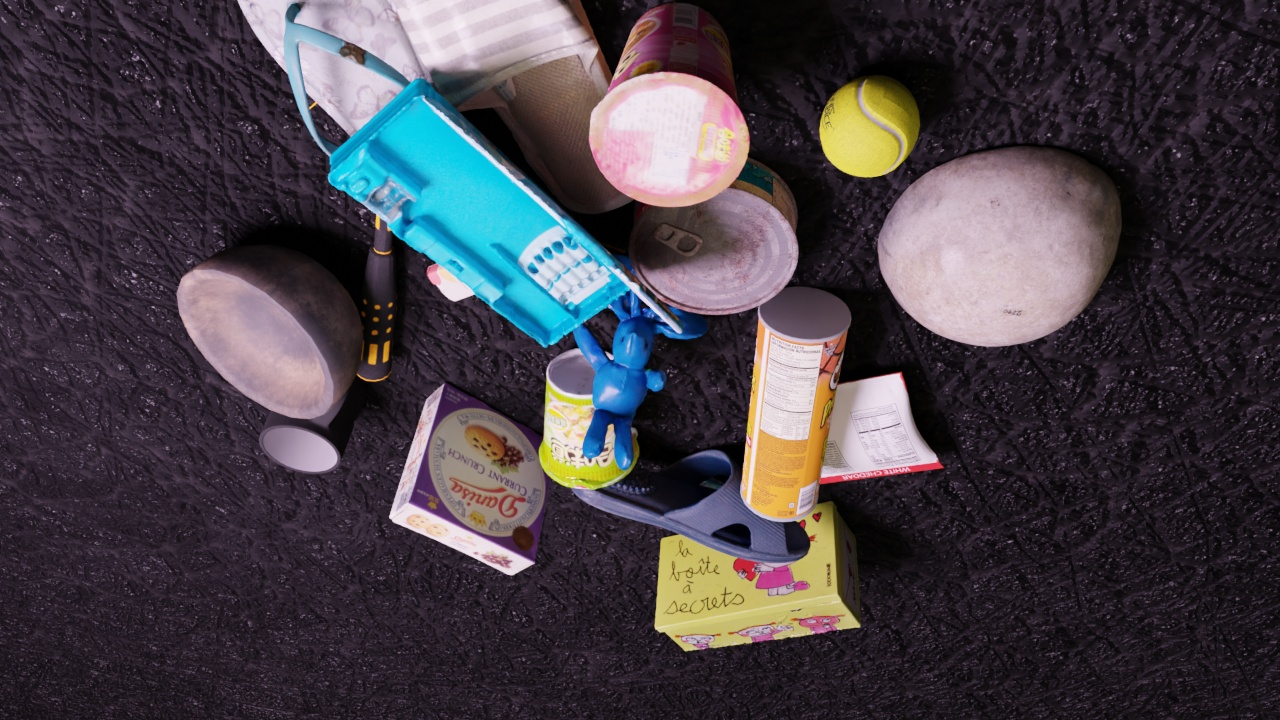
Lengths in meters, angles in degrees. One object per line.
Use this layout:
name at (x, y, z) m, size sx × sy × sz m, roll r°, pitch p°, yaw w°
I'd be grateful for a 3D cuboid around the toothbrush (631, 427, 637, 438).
toothbrush at (-0.018, 0.117, 0.990) m, size 0.022 × 0.017 × 0.135 m, roll 5°, pitch 139°, yaw -8°

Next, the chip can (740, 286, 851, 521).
chip can at (0.134, 0.044, 0.816) m, size 0.075 × 0.075 × 0.215 m, roll 4°, pitch 129°, yaw 4°

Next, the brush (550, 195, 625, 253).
brush at (-0.075, -0.108, 0.727) m, size 0.126 × 0.017 × 0.048 m, roll 19°, pitch 108°, yaw -10°

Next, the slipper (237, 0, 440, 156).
slipper at (-0.177, -0.171, 0.635) m, size 0.098 × 0.054 × 0.269 m, roll -23°, pitch 124°, yaw 17°

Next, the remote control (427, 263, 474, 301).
remote control at (-0.127, -0.082, 0.782) m, size 0.126 × 0.018 × 0.038 m, roll -17°, pitch 133°, yaw 28°

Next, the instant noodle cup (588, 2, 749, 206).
instant noodle cup at (0.022, -0.171, 0.590) m, size 0.098 × 0.108 × 0.098 m, roll 4°, pitch 139°, yaw 3°

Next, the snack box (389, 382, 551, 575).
snack box at (-0.161, 0.118, 0.914) m, size 0.143 × 0.147 × 0.041 m, roll 32°, pitch 133°, yaw -27°

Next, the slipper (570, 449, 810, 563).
slipper at (0.059, 0.127, 0.932) m, size 0.263 × 0.101 × 0.083 m, roll 18°, pitch 111°, yaw -11°

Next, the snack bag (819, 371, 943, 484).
snack bag at (0.208, 0.072, 0.888) m, size 0.131 × 0.039 × 0.144 m, roll -12°, pitch 132°, yaw 27°

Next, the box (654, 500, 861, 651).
box at (0.130, 0.248, 1.040) m, size 0.221 × 0.124 × 0.083 m, roll -14°, pitch 134°, yaw 25°

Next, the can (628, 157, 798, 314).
can at (0.057, -0.097, 0.717) m, size 0.130 × 0.044 × 0.130 m, roll 4°, pitch 139°, yaw 4°

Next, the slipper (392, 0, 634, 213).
slipper at (-0.080, -0.200, 0.619) m, size 0.115 × 0.053 × 0.273 m, roll -20°, pitch 132°, yaw 22°

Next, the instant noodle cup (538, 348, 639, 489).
instant noodle cup at (-0.050, 0.050, 0.869) m, size 0.099 × 0.098 × 0.108 m, roll 4°, pitch 130°, yaw 4°

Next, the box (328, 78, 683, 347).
box at (-0.083, -0.098, 0.648) m, size 0.170 × 0.085 × 0.227 m, roll -5°, pitch 148°, yaw 41°

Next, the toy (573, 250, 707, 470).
toy at (-0.005, 0.005, 0.784) m, size 0.112 × 0.176 × 0.071 m, roll 13°, pitch 176°, yaw -8°

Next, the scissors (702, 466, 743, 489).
scissors at (0.102, 0.150, 1.013) m, size 0.134 × 0.011 × 0.140 m, roll 24°, pitch 135°, yaw -18°

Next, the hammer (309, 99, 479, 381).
hammer at (-0.219, -0.095, 0.771) m, size 0.123 × 0.036 × 0.322 m, roll 15°, pitch 136°, yaw -8°

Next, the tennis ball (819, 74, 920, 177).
tennis ball at (0.154, -0.158, 0.618) m, size 0.065 × 0.065 × 0.065 m, roll 4°, pitch 139°, yaw 4°

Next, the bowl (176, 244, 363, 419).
bowl at (-0.312, -0.031, 0.799) m, size 0.162 × 0.070 × 0.162 m, roll 17°, pitch 135°, yaw 18°

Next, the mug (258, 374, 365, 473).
mug at (-0.312, 0.046, 0.898) m, size 0.078 × 0.087 × 0.114 m, roll 31°, pitch 133°, yaw -25°

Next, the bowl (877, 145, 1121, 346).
bowl at (0.272, -0.067, 0.694) m, size 0.178 × 0.081 × 0.179 m, roll 6°, pitch 139°, yaw 5°
